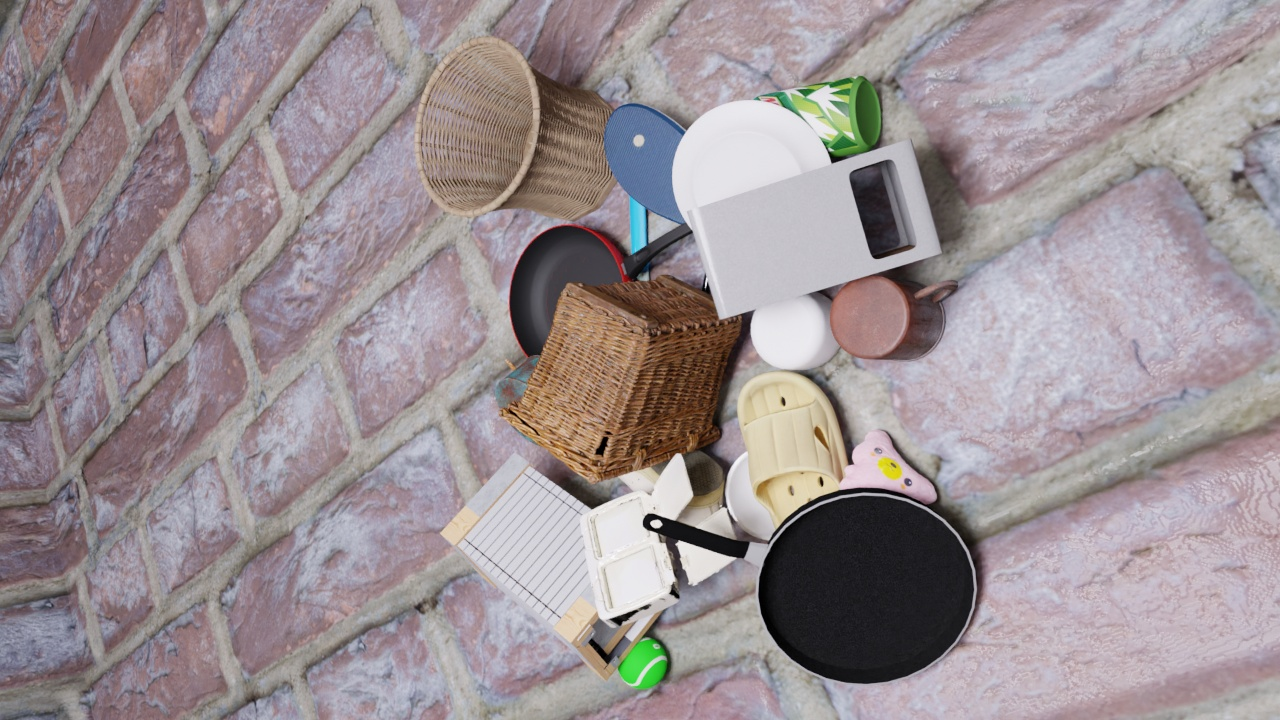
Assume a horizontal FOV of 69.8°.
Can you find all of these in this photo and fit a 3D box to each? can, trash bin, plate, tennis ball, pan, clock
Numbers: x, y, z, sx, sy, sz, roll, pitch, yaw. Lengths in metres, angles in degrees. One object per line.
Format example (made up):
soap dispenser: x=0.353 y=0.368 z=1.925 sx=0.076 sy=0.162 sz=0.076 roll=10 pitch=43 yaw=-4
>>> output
can: x=0.191 y=-0.270 z=1.045 sx=0.144 sy=0.083 sz=0.083 roll=0 pitch=89 yaw=37
trash bin: x=0.178 y=-0.135 z=0.961 sx=0.229 sy=0.114 sz=0.114 roll=-17 pitch=96 yaw=10
plate: x=0.124 y=-0.199 z=1.045 sx=0.189 sy=0.016 sz=0.189 roll=10 pitch=122 yaw=17
tennis ball: x=0.002 y=0.393 z=1.193 sx=0.065 sy=0.065 sz=0.065 roll=-1 pitch=89 yaw=37
pan: x=-0.041 y=-0.108 z=1.225 sx=0.357 sy=0.067 sz=0.208 roll=-25 pitch=78 yaw=34
pan: x=0.173 y=0.218 z=0.968 sx=0.356 sy=0.034 sz=0.226 roll=18 pitch=107 yaw=-1
trash bin: x=-0.105 y=0.264 z=1.190 sx=0.247 sy=0.142 sz=0.142 roll=29 pitch=68 yaw=34
clock: x=-0.137 y=0.075 z=1.275 sx=0.121 sy=0.073 sz=0.158 roll=14 pitch=133 yaw=38

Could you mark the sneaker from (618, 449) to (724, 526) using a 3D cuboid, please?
sneaker: x=0.023 y=0.151 z=1.178 sx=0.242 sy=0.088 sz=0.102 roll=25 pitch=138 yaw=48

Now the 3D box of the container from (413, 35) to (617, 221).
container: x=-0.156 y=-0.294 z=1.236 sx=0.227 sy=0.195 sz=0.227 roll=-1 pitch=89 yaw=37

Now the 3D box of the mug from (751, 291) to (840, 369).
mug: x=0.179 y=-0.047 z=1.061 sx=0.094 sy=0.068 sz=0.115 roll=-10 pitch=84 yaw=37

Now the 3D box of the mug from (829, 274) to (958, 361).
mug: x=0.274 y=-0.052 z=0.968 sx=0.123 sy=0.110 sz=0.096 roll=-38 pitch=73 yaw=31

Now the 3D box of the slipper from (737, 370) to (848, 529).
slipper: x=0.176 y=0.132 z=1.016 sx=0.111 sy=0.079 sz=0.261 roll=-20 pitch=77 yaw=20

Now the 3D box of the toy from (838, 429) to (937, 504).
toy: x=0.260 y=0.128 z=0.994 sx=0.102 sy=0.093 sz=0.050 roll=54 pitch=152 yaw=29

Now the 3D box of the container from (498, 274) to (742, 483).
container: x=-0.006 y=0.006 z=1.073 sx=0.162 sy=0.249 sz=0.183 roll=30 pitch=114 yaw=30

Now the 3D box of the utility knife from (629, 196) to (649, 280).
utility knife: x=-0.001 y=-0.202 z=1.231 sx=0.031 sy=0.015 sz=0.196 roll=0 pitch=94 yaw=36

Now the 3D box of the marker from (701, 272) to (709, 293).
marker: x=0.075 y=-0.040 z=1.176 sx=0.011 sy=0.011 sz=0.152 roll=14 pitch=98 yaw=36

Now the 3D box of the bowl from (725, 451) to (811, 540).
bowl: x=0.159 y=0.156 z=1.088 sx=0.110 sy=0.040 sz=0.110 roll=-3 pitch=84 yaw=26

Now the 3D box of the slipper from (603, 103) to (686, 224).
slipper: x=0.077 y=-0.221 z=1.150 sx=0.295 sy=0.060 sz=0.118 roll=33 pitch=114 yaw=19

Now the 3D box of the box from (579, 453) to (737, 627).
box: x=0.013 y=0.204 z=1.047 sx=0.186 sy=0.065 sz=0.145 roll=-41 pitch=45 yaw=24
